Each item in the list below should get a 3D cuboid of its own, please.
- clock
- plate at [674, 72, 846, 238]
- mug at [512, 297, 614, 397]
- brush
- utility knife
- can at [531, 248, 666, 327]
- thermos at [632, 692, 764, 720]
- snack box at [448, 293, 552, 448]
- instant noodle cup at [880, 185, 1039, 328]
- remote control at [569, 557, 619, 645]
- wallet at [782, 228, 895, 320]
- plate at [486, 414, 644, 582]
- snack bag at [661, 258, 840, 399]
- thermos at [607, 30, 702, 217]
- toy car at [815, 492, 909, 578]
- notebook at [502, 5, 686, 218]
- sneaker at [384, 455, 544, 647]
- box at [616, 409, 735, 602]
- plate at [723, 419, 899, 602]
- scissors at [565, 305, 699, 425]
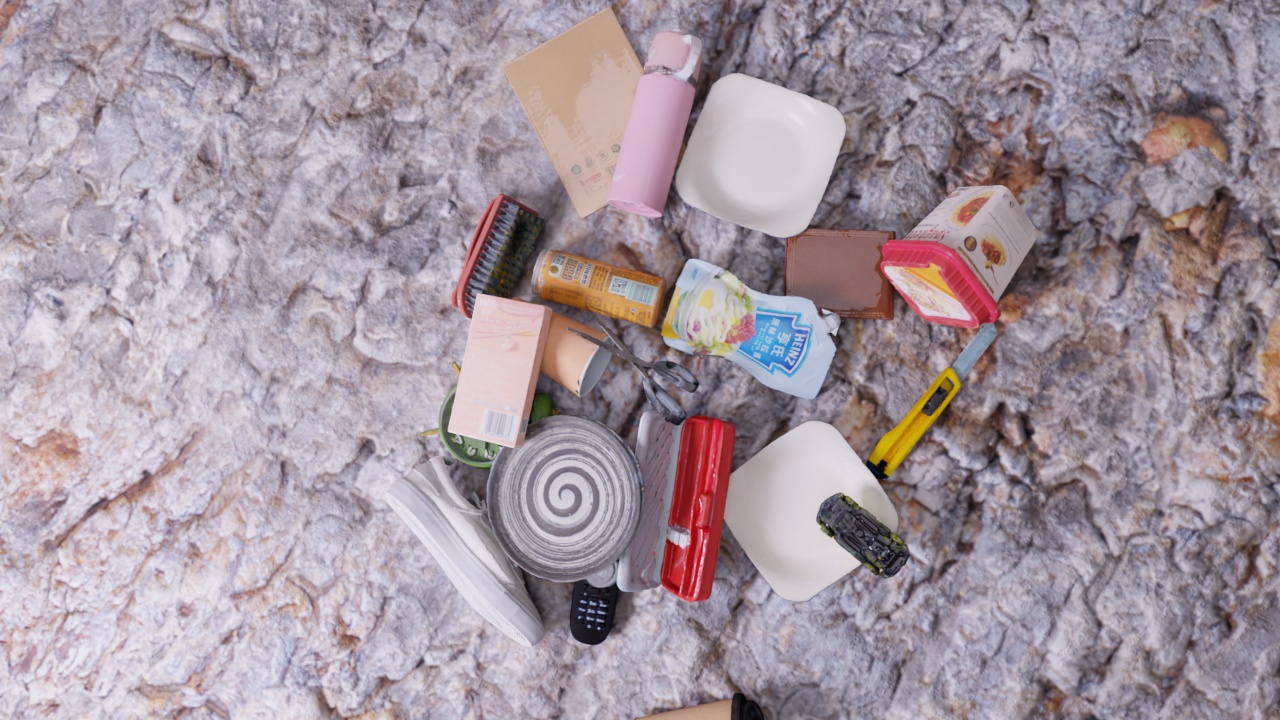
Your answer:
[{"bbox_3d":[-0.160,0.076,1.049,0.161,0.056,0.116,24,92,6],"label":"clock"},{"bbox_3d":[0.134,-0.227,1.034,0.164,0.034,0.164,22,89,9],"label":"plate"},{"bbox_3d":[-0.101,-0.019,1.040,0.123,0.078,0.078,26,91,12],"label":"mug"},{"bbox_3d":[-0.172,-0.117,1.059,0.069,0.063,0.146,27,93,37],"label":"brush"},{"bbox_3d":[0.322,0.044,1.014,0.033,0.015,0.223,38,92,4],"label":"utility knife"},{"bbox_3d":[-0.046,-0.083,1.040,0.146,0.058,0.058,16,90,7],"label":"can"},{"bbox_3d":[0.065,0.416,1.000,0.143,0.093,0.093,-11,87,15],"label":"thermos"},{"bbox_3d":[-0.153,0.011,1.001,0.084,0.026,0.157,12,89,17],"label":"snack box"},{"bbox_3d":[0.339,-0.114,0.966,0.116,0.116,0.124,44,80,-22],"label":"instant noodle cup"},{"bbox_3d":[-0.048,0.254,1.046,0.053,0.024,0.136,10,88,8],"label":"remote control"},{"bbox_3d":[0.222,-0.095,1.025,0.124,0.032,0.101,2,91,8],"label":"wallet"},{"bbox_3d":[-0.080,0.147,0.994,0.180,0.024,0.179,-2,83,15],"label":"plate"},{"bbox_3d":[0.124,-0.034,1.021,0.191,0.038,0.110,22,105,8],"label":"snack bag"},{"bbox_3d":[0.023,-0.263,1.018,0.067,0.087,0.198,16,90,-25],"label":"thermos"},{"bbox_3d":[0.236,0.185,0.978,0.105,0.032,0.048,39,93,17],"label":"toy car"},{"bbox_3d":[-0.052,-0.290,1.073,0.148,0.008,0.207,-28,85,5],"label":"notebook"},{"bbox_3d":[-0.178,0.211,1.039,0.090,0.090,0.242,-41,97,-28],"label":"sneaker"},{"bbox_3d":[0.029,0.156,1.001,0.100,0.095,0.201,9,88,-29],"label":"box"},{"bbox_3d":[0.183,0.164,1.017,0.164,0.034,0.163,-36,85,4],"label":"plate"},{"bbox_3d":[-0.003,0.006,0.995,0.014,0.181,0.159,-52,39,26],"label":"scissors"}]
